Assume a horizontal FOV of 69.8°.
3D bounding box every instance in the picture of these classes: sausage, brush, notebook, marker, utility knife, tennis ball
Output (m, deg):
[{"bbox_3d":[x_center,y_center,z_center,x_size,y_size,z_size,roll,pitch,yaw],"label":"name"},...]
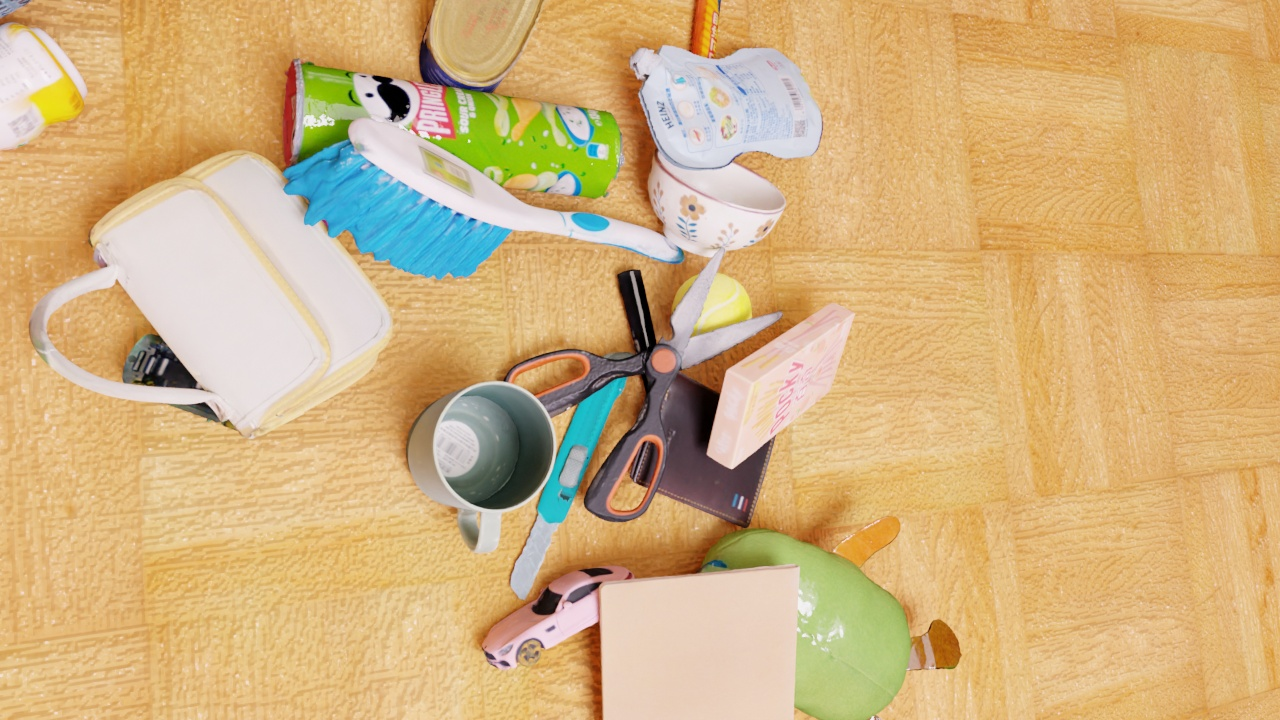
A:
[{"bbox_3d":[0.054,-0.258,0.795,0.021,0.021,0.165,10,80,-23],"label":"sausage"},{"bbox_3d":[-0.093,-0.097,0.671,0.314,0.110,0.060,22,37,-51],"label":"brush"},{"bbox_3d":[0.044,0.253,0.679,0.147,0.008,0.208,-3,104,-10],"label":"notebook"},{"bbox_3d":[0.007,-0.009,0.743,0.022,0.020,0.132,-14,90,-6],"label":"marker"},{"bbox_3d":[-0.053,0.083,0.707,0.029,0.013,0.209,23,74,-2],"label":"utility knife"},{"bbox_3d":[0.058,-0.039,0.746,0.065,0.066,0.065,3,82,-25],"label":"tennis ball"}]

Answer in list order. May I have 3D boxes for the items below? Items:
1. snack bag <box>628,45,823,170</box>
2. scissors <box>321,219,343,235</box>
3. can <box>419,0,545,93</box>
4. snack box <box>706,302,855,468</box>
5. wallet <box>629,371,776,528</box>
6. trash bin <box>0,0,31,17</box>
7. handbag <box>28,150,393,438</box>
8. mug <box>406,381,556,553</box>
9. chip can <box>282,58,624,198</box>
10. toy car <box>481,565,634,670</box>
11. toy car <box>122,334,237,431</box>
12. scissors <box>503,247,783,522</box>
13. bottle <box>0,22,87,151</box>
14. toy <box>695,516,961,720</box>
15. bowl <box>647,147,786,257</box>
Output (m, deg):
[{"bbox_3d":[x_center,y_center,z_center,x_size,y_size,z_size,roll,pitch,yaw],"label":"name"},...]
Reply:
[{"bbox_3d":[0.073,-0.212,0.762,0.190,0.039,0.110,-17,89,-40],"label":"snack bag"},{"bbox_3d":[-0.205,-0.120,0.663,0.128,0.017,0.133,17,73,-20],"label":"scissors"},{"bbox_3d":[-0.118,-0.267,0.701,0.074,0.049,0.148,24,74,-21],"label":"can"},{"bbox_3d":[0.114,0.017,0.735,0.156,0.026,0.085,-31,141,-43],"label":"snack box"},{"bbox_3d":[0.053,0.072,0.743,0.122,0.020,0.096,27,72,-30],"label":"wallet"},{"bbox_3d":[-0.374,-0.302,0.513,0.195,0.227,0.226,-45,103,-9],"label":"trash bin"},{"bbox_3d":[-0.266,-0.031,0.566,0.178,0.063,0.163,-39,91,-33],"label":"handbag"},{"bbox_3d":[-0.113,0.074,0.629,0.082,0.106,0.111,0,83,-26],"label":"mug"},{"bbox_3d":[-0.131,-0.163,0.664,0.235,0.072,0.072,1,83,-28],"label":"chip can"},{"bbox_3d":[-0.059,0.183,0.670,0.122,0.056,0.037,-24,97,-25],"label":"toy car"},{"bbox_3d":[-0.284,0.016,0.596,0.091,0.036,0.043,24,73,-18],"label":"toy car"},{"bbox_3d":[0.003,0.021,0.699,0.221,0.022,0.222,-4,84,-4],"label":"scissors"},{"bbox_3d":[-0.397,-0.155,0.551,0.108,0.063,0.063,-41,101,-24],"label":"bottle"},{"bbox_3d":[0.143,0.220,0.741,0.246,0.090,0.227,39,83,-12],"label":"toy"},{"bbox_3d":[0.055,-0.124,0.746,0.113,0.113,0.062,7,124,-24],"label":"bowl"}]
